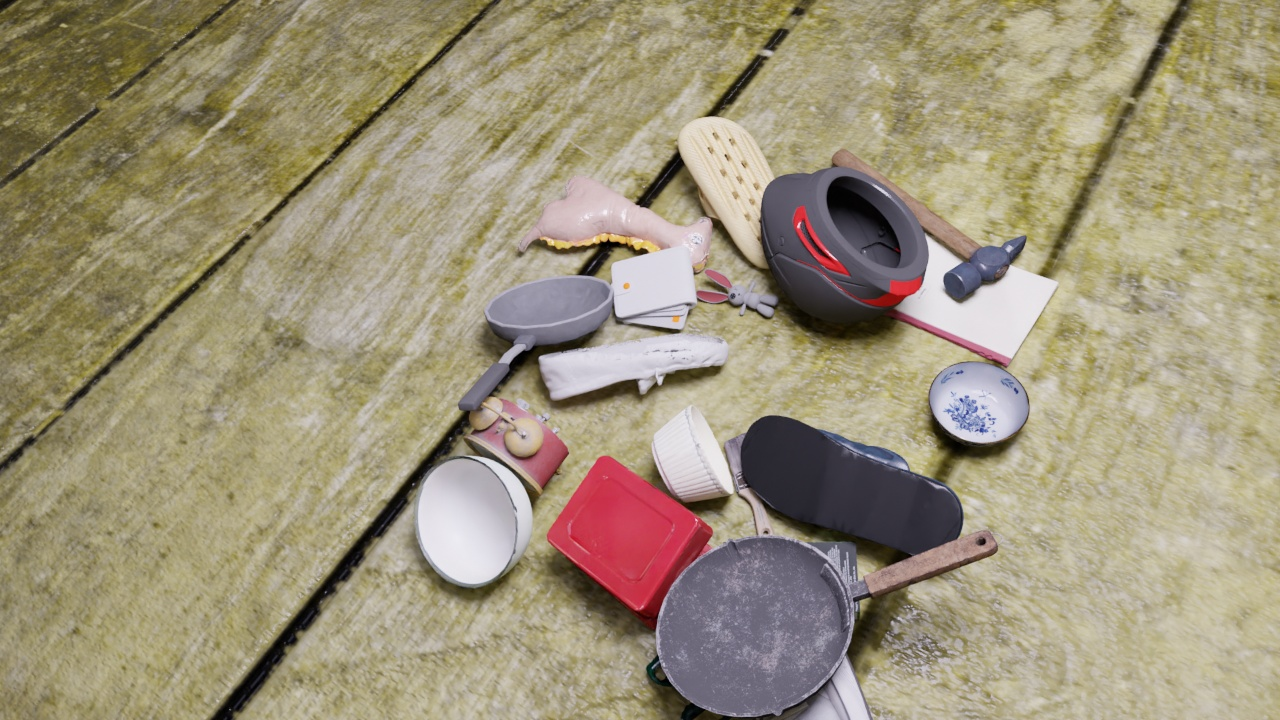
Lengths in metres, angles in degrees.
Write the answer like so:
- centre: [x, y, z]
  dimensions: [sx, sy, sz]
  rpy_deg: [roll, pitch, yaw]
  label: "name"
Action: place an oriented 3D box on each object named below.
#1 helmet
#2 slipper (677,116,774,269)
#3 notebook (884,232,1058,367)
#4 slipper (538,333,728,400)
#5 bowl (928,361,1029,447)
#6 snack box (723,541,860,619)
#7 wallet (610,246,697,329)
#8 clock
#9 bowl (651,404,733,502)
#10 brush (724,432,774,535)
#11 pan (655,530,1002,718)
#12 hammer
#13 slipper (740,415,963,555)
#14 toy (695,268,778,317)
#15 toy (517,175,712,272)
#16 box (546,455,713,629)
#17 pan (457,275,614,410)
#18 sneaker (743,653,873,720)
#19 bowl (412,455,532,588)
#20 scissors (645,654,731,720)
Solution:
- centre: [0.249, -0.145, 1.192]
  dimensions: [0.164, 0.170, 0.264]
  rpy_deg: [-9, 60, -24]
  label: "helmet"
- centre: [0.144, -0.238, 1.341]
  dimensions: [0.111, 0.079, 0.261]
  rpy_deg: [-24, 73, -10]
  label: "slipper"
- centre: [0.420, -0.090, 1.218]
  dimensions: [0.209, 0.012, 0.152]
  rpy_deg: [28, 66, 27]
  label: "notebook"
- centre: [-0.007, 0.007, 1.196]
  dimensions: [0.247, 0.075, 0.112]
  rpy_deg: [-10, 23, 2]
  label: "slipper"
- centre: [0.400, 0.060, 1.094]
  dimensions: [0.114, 0.045, 0.114]
  rpy_deg: [-5, 54, 7]
  label: "bowl"
- centre: [0.166, 0.244, 1.022]
  dimensions: [0.148, 0.025, 0.080]
  rpy_deg: [-2, 55, 10]
  label: "snack box"
- centre: [0.018, -0.090, 1.267]
  dimensions: [0.118, 0.037, 0.115]
  rpy_deg: [-13, 67, 16]
  label: "wallet"
- centre: [-0.148, 0.091, 1.110]
  dimensions: [0.117, 0.159, 0.081]
  rpy_deg: [28, 70, 27]
  label: "clock"
- centre: [0.058, 0.117, 1.087]
  dimensions: [0.062, 0.115, 0.115]
  rpy_deg: [-25, 53, 11]
  label: "bowl"
- centre: [0.135, 0.152, 1.102]
  dimensions: [0.039, 0.012, 0.151]
  rpy_deg: [-14, 55, 0]
  label: "brush"
- centre: [0.188, 0.242, 0.917]
  dimensions: [0.357, 0.040, 0.207]
  rpy_deg: [-19, 39, 7]
  label: "pan"
- centre: [0.384, -0.212, 1.287]
  dimensions: [0.129, 0.040, 0.321]
  rpy_deg: [-30, 53, -16]
  label: "hammer"
- centre: [0.242, 0.143, 1.054]
  dimensions: [0.266, 0.083, 0.109]
  rpy_deg: [19, 97, 31]
  label: "slipper"
- centre: [0.134, -0.090, 1.262]
  dimensions: [0.112, 0.030, 0.049]
  rpy_deg: [21, 90, 21]
  label: "toy"
- centre: [-0.031, -0.178, 1.347]
  dimensions: [0.264, 0.065, 0.196]
  rpy_deg: [34, 78, 21]
  label: "toy"
- centre: [-0.010, 0.202, 1.037]
  dimensions: [0.157, 0.112, 0.134]
  rpy_deg: [31, 71, 28]
  label: "box"
- centre: [-0.146, -0.024, 1.179]
  dimensions: [0.179, 0.041, 0.356]
  rpy_deg: [0, 27, 18]
  label: "pan"
- centre: [0.169, 0.373, 0.890]
  dimensions: [0.129, 0.097, 0.262]
  rpy_deg: [-24, 46, 4]
  label: "sneaker"
- centre: [-0.187, 0.185, 1.083]
  dimensions: [0.154, 0.072, 0.153]
  rpy_deg: [2, 93, 29]
  label: "bowl"
- centre: [0.105, 0.310, 0.932]
  dimensions: [0.210, 0.015, 0.142]
  rpy_deg: [-30, 27, 8]
  label: "scissors"
